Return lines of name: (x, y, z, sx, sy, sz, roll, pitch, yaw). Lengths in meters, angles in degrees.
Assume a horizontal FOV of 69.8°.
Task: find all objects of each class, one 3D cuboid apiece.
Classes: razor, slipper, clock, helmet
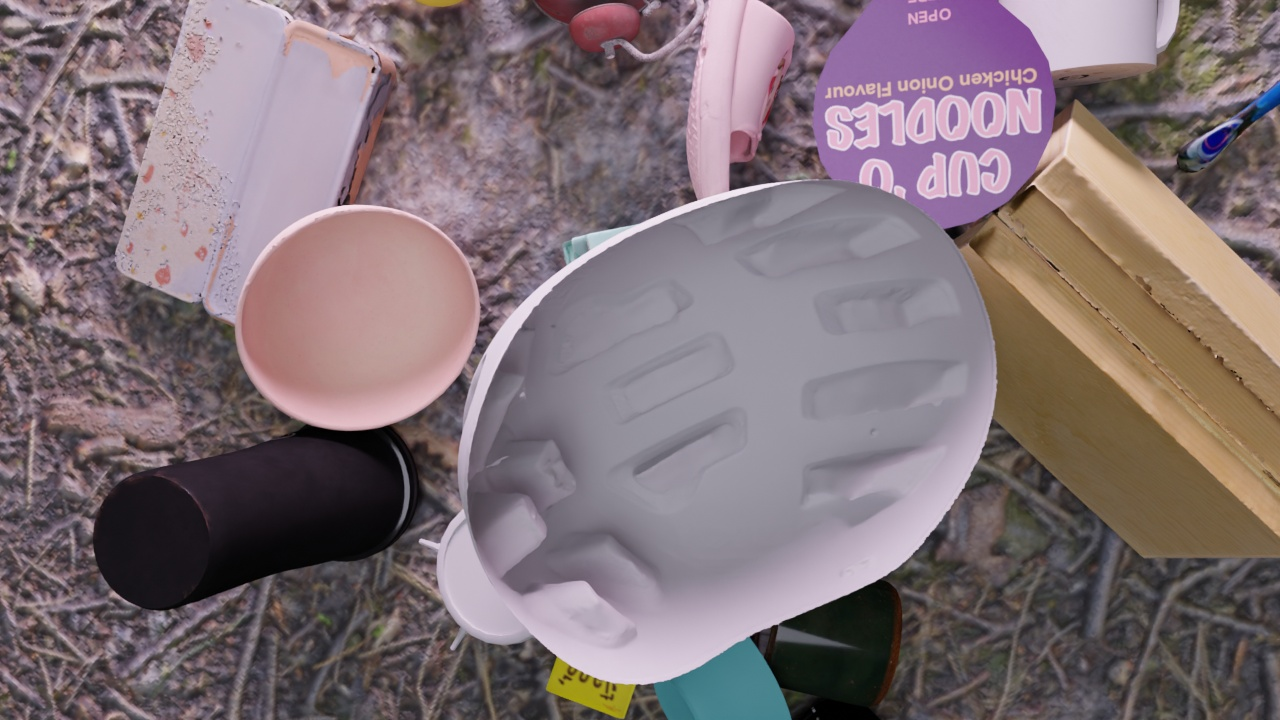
razor: (0.389, -0.164, 0.555, 0.141, 0.018, 0.044, -41, 92, 11)
slipper: (0.065, -0.192, 0.551, 0.056, 0.106, 0.221, 11, 94, 5)
clock: (-0.066, 0.133, 0.622, 0.159, 0.061, 0.120, -24, 78, 20)
clock: (-0.020, -0.252, 0.570, 0.110, 0.062, 0.156, -38, 78, 11)
helmet: (0.045, 0.024, 0.483, 0.282, 0.183, 0.224, -28, 113, 9)

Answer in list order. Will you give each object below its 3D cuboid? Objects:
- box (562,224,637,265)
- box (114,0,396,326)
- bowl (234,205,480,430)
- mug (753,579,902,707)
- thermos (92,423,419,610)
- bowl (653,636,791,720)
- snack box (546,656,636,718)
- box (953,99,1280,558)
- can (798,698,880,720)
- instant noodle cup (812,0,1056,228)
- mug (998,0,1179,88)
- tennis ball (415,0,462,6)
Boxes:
box: (-0.005, 0.003, 0.626, 0.077, 0.080, 0.189, -18, 97, -32)
box: (-0.272, -0.134, 0.638, 0.151, 0.043, 0.216, 24, 101, 8)
bowl: (-0.189, -0.037, 0.607, 0.152, 0.076, 0.153, -11, 118, -22)
mug: (0.120, 0.189, 0.614, 0.081, 0.084, 0.111, 12, 132, 4)
thermos: (-0.229, 0.092, 0.575, 0.106, 0.218, 0.106, 0, 91, 11)
bowl: (0.042, 0.217, 0.599, 0.046, 0.121, 0.121, -25, 95, -25)
snack box: (-0.016, 0.175, 0.652, 0.061, 0.025, 0.149, 19, 100, 5)
box: (0.289, -0.006, 0.537, 0.248, 0.141, 0.185, 43, 107, 0)
can: (0.166, 0.303, 0.617, 0.146, 0.080, 0.080, 45, 101, -2)
instant noodle cup: (0.158, -0.145, 0.534, 0.122, 0.121, 0.137, -4, 97, 8)
mug: (0.269, -0.216, 0.539, 0.119, 0.083, 0.096, -7, 98, -21)
tennis ball: (-0.131, -0.260, 0.584, 0.065, 0.065, 0.065, 1, 98, 7)
